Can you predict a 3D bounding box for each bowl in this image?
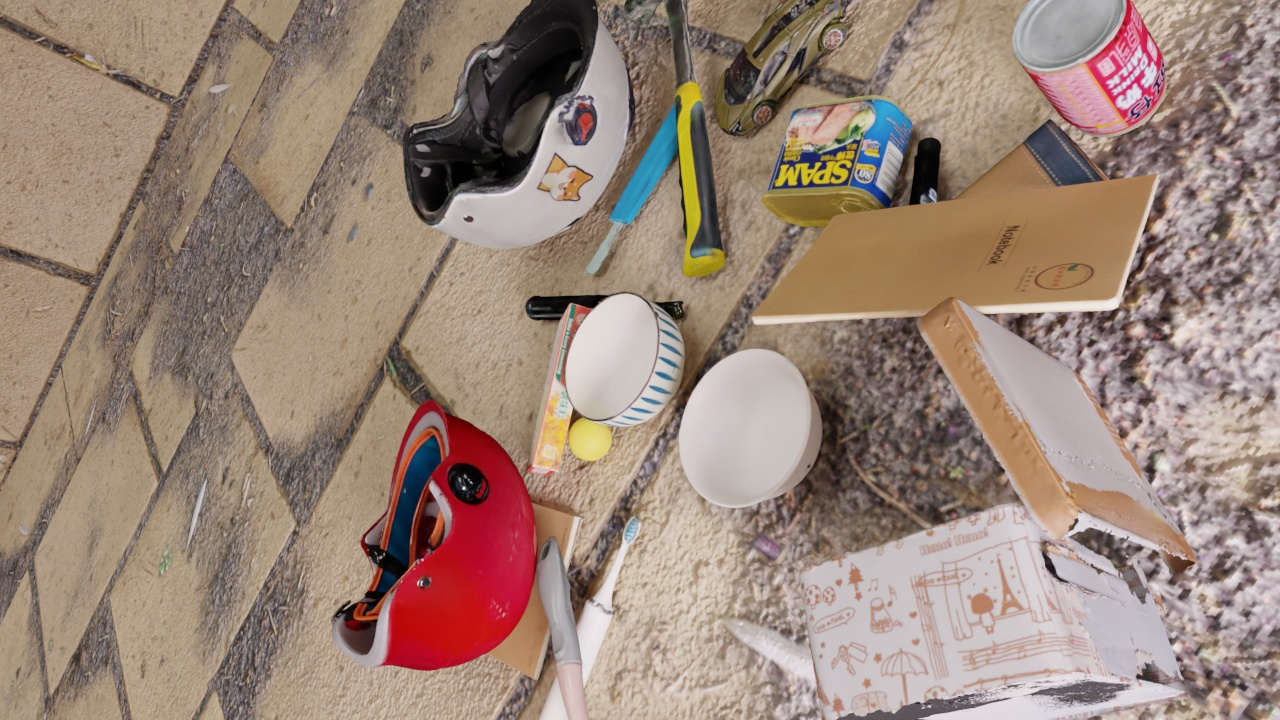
[{"bbox_3d":[0.094,0.057,0.682,0.119,0.064,0.118,-21,58,38],"label":"bowl"},{"bbox_3d":[-0.005,0.005,0.804,0.117,0.066,0.116,-21,60,40],"label":"bowl"}]

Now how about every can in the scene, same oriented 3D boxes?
[{"bbox_3d":[0.283,-0.187,0.573,0.067,0.093,0.066,-21,59,38],"label":"can"},{"bbox_3d":[0.154,-0.154,0.719,0.102,0.057,0.083,8,76,46],"label":"can"}]

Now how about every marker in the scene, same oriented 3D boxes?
[{"bbox_3d":[0.199,-0.110,0.651,0.022,0.020,0.131,-42,24,50],"label":"marker"}]

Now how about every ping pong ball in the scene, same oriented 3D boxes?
[{"bbox_3d":[-0.046,0.071,0.837,0.040,0.040,0.040,-21,59,39],"label":"ping pong ball"}]

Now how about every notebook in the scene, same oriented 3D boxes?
[{"bbox_3d":[-0.145,0.206,0.903,0.212,0.012,0.149,6,79,47],"label":"notebook"},{"bbox_3d":[0.187,-0.066,0.557,0.208,0.008,0.147,-1,33,39],"label":"notebook"}]

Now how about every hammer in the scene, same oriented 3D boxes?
[{"bbox_3d":[0.045,-0.234,0.848,0.126,0.031,0.323,-26,64,49],"label":"hammer"}]

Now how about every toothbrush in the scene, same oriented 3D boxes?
[{"bbox_3d":[-0.044,0.235,0.776,0.026,0.027,0.221,163,129,-88],"label":"toothbrush"},{"bbox_3d":[-0.037,-0.051,0.893,0.213,0.026,0.027,3,110,45],"label":"toothbrush"}]

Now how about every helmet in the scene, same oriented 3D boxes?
[{"bbox_3d":[-0.105,-0.224,0.941,0.274,0.157,0.230,-50,42,2],"label":"helmet"},{"bbox_3d":[-0.167,0.166,0.828,0.208,0.144,0.239,-39,35,47],"label":"helmet"}]

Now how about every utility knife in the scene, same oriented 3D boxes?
[{"bbox_3d":[-0.001,-0.171,0.910,0.034,0.018,0.204,40,101,45],"label":"utility knife"}]

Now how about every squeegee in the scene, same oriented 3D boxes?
[{"bbox_3d":[-0.051,0.253,0.732,0.248,0.040,0.249,-35,56,25],"label":"squeegee"}]

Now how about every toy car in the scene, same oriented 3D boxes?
[{"bbox_3d":[0.120,-0.270,0.816,0.158,0.042,0.070,-49,44,22],"label":"toy car"}]

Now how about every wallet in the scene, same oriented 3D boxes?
[{"bbox_3d":[0.251,-0.095,0.614,0.115,0.033,0.090,-41,45,27],"label":"wallet"}]

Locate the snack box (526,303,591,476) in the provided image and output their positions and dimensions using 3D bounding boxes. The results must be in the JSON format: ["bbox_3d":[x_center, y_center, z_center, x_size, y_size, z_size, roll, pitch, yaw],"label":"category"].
[{"bbox_3d":[-0.077,0.030,0.870,0.077,0.027,0.155,140,142,-75],"label":"snack box"}]

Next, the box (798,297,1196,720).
[{"bbox_3d":[0.183,0.086,0.493,0.157,0.183,0.193,-30,53,33],"label":"box"}]
